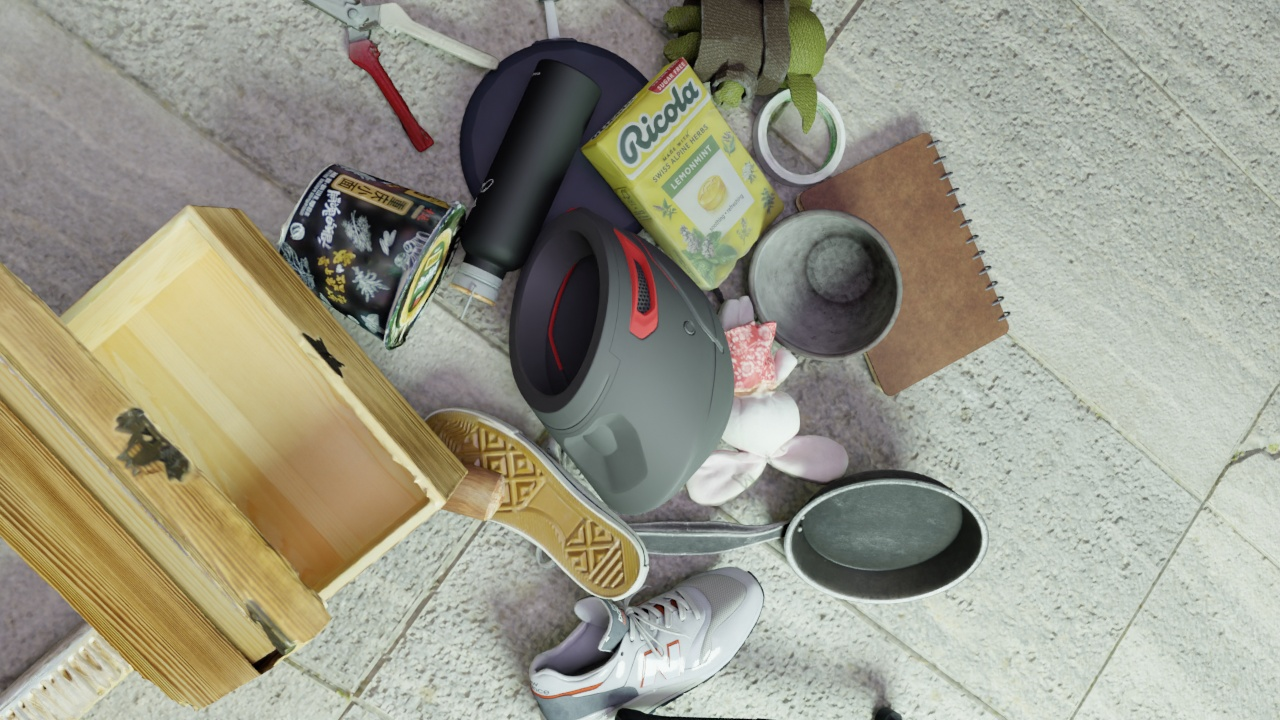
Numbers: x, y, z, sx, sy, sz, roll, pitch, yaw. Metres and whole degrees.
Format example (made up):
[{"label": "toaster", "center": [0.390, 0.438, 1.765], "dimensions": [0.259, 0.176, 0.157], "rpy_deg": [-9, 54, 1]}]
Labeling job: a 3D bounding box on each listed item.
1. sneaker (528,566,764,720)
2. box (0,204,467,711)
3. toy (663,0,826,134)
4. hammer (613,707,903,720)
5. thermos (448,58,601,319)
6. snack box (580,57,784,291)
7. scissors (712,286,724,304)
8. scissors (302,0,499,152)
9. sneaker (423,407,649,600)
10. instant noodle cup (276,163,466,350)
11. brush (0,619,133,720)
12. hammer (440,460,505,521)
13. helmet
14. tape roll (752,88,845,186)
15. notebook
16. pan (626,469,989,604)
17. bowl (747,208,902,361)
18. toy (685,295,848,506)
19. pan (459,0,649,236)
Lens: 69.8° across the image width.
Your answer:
[{"label": "sneaker", "center": [-0.002, 0.249, 0.823], "dimensions": [0.239, 0.089, 0.124], "rpy_deg": [-38, 131, -8]}, {"label": "box", "center": [-0.326, 0.085, 0.615], "dimensions": [0.269, 0.263, 0.279], "rpy_deg": [-39, 98, 7]}, {"label": "toy", "center": [0.098, -0.297, 0.858], "dimensions": [0.152, 0.078, 0.179], "rpy_deg": [4, 75, -14]}, {"label": "hammer", "center": [0.137, 0.346, 0.841], "dimensions": [0.332, 0.118, 0.025], "rpy_deg": [11, 87, -23]}, {"label": "thermos", "center": [-0.108, -0.141, 0.794], "dimensions": [0.061, 0.061, 0.231], "rpy_deg": [24, 88, -14]}, {"label": "snack box", "center": [0.046, -0.164, 0.838], "dimensions": [0.121, 0.045, 0.181], "rpy_deg": [-47, 113, -17]}, {"label": "scissors", "center": [0.046, -0.132, 0.884], "dimensions": [0.168, 0.012, 0.157], "rpy_deg": [36, 84, -12]}, {"label": "scissors", "center": [-0.217, -0.276, 0.808], "dimensions": [0.179, 0.015, 0.195], "rpy_deg": [-8, 98, -3]}, {"label": "sneaker", "center": [-0.091, 0.122, 0.822], "dimensions": [0.241, 0.087, 0.118], "rpy_deg": [35, 95, 9]}, {"label": "instant noodle cup", "center": [-0.225, -0.093, 0.764], "dimensions": [0.112, 0.137, 0.137], "rpy_deg": [27, 85, -3]}, {"label": "brush", "center": [-0.463, 0.262, 0.732], "dimensions": [0.271, 0.083, 0.056], "rpy_deg": [-44, 100, -10]}, {"label": "hammer", "center": [-0.255, 0.062, 0.766], "dimensions": [0.301, 0.037, 0.158], "rpy_deg": [20, 87, 0]}, {"label": "helmet", "center": [-0.005, 0.005, 0.791], "dimensions": [0.169, 0.165, 0.264], "rpy_deg": [20, 52, -37]}, {"label": "tape roll", "center": [0.156, -0.220, 0.906], "dimensions": [0.093, 0.018, 0.094], "rpy_deg": [0, 91, -14]}, {"label": "notebook", "center": [0.272, -0.099, 0.936], "dimensions": [0.167, 0.024, 0.225], "rpy_deg": [-27, 98, -10]}, {"label": "pan", "center": [0.148, 0.166, 0.878], "dimensions": [0.357, 0.055, 0.188], "rpy_deg": [5, 131, 3]}, {"label": "bowl", "center": [0.181, -0.079, 0.873], "dimensions": [0.145, 0.067, 0.145], "rpy_deg": [11, 115, 24]}, {"label": "toy", "center": [0.104, 0.037, 0.867], "dimensions": [0.159, 0.084, 0.194], "rpy_deg": [-14, 93, -1]}, {"label": "pan", "center": [-0.076, -0.273, 0.841], "dimensions": [0.198, 0.021, 0.356], "rpy_deg": [-8, 92, -10]}]
